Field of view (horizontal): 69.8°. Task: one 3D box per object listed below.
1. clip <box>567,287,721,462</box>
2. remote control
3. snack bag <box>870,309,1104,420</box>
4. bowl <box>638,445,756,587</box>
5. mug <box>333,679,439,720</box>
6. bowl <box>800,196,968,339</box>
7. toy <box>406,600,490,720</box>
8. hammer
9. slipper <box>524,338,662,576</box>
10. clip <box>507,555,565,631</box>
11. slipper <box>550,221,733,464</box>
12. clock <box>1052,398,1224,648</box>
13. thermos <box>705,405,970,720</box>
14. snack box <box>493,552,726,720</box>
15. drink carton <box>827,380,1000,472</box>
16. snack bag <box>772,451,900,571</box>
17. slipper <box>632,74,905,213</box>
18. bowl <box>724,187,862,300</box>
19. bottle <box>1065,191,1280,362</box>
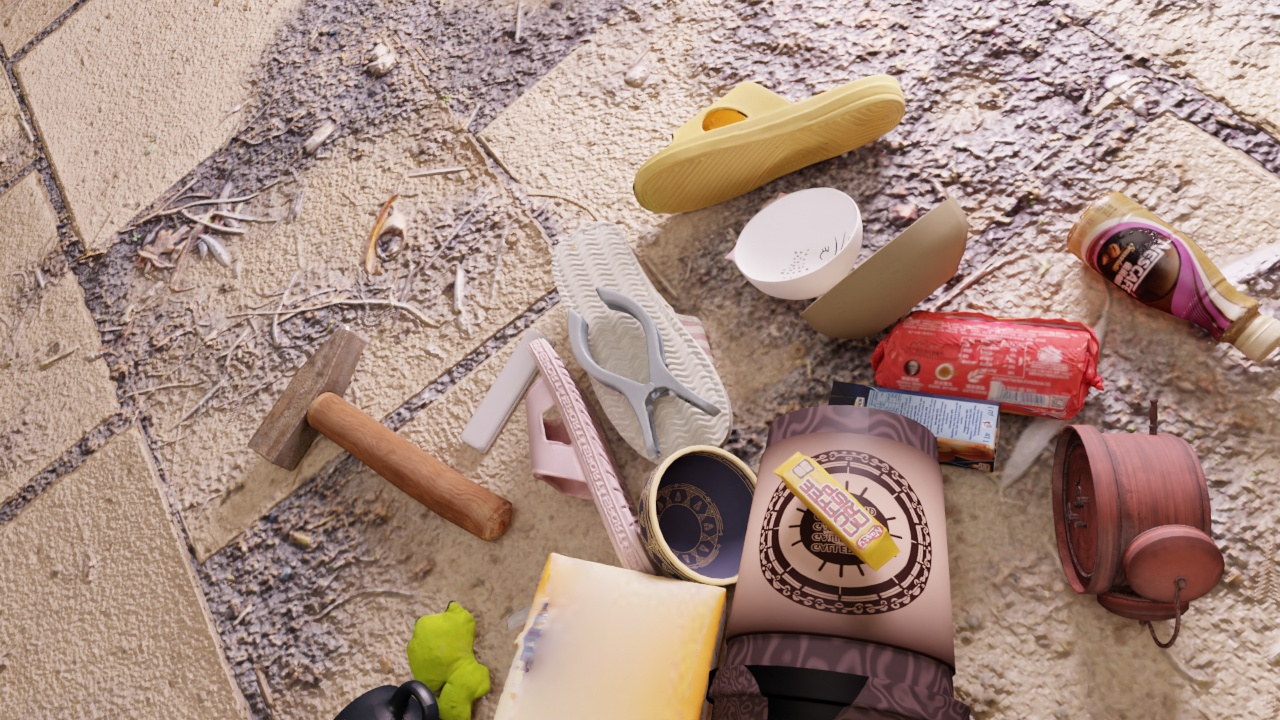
[{"bbox_3d":[0.009,-0.006,0.795,0.112,0.028,0.163,-36,67,4],"label":"clip"},{"bbox_3d":[-0.131,0.028,0.898,0.033,0.012,0.130,26,79,27],"label":"remote control"},{"bbox_3d":[0.271,0.000,0.723,0.177,0.082,0.082,7,71,22],"label":"snack bag"},{"bbox_3d":[0.044,0.132,0.751,0.061,0.112,0.112,-39,47,54],"label":"bowl"},{"bbox_3d":[-0.197,0.313,0.750,0.094,0.085,0.122,39,114,29],"label":"mug"},{"bbox_3d":[0.206,-0.064,0.746,0.152,0.152,0.050,-38,84,2],"label":"bowl"},{"bbox_3d":[-0.167,0.264,0.799,0.093,0.036,0.094,30,87,23],"label":"toy"},{"bbox_3d":[-0.241,0.086,0.900,0.301,0.037,0.157,27,79,27],"label":"hammer"},{"bbox_3d":[-0.056,0.094,0.798,0.064,0.094,0.239,-28,67,2],"label":"slipper"},{"bbox_3d":[-0.065,0.204,0.797,0.102,0.056,0.056,-23,106,9],"label":"clip"},{"bbox_3d":[0.001,-0.017,0.847,0.115,0.052,0.262,-31,65,3],"label":"slipper"},{"bbox_3d":[0.337,0.116,0.630,0.072,0.121,0.157,-2,59,11],"label":"clock"},{"bbox_3d":[0.145,0.161,0.659,0.173,0.173,0.225,0,62,20],"label":"thermos"},{"bbox_3d":[-0.026,0.249,0.669,0.145,0.081,0.194,8,53,13],"label":"snack box"},{"bbox_3d":[0.215,0.052,0.731,0.130,0.064,0.040,8,69,23],"label":"drink carton"},{"bbox_3d":[0.126,0.096,0.600,0.026,0.020,0.099,-38,52,-8],"label":"snack bag"},{"bbox_3d":[0.112,-0.219,0.864,0.263,0.099,0.078,-17,73,8],"label":"slipper"},{"bbox_3d":[0.146,-0.096,0.817,0.115,0.050,0.114,-21,43,20],"label":"bowl"},{"bbox_3d":[0.414,-0.063,0.709,0.059,0.059,0.166,-42,61,-1],"label":"bottle"}]
